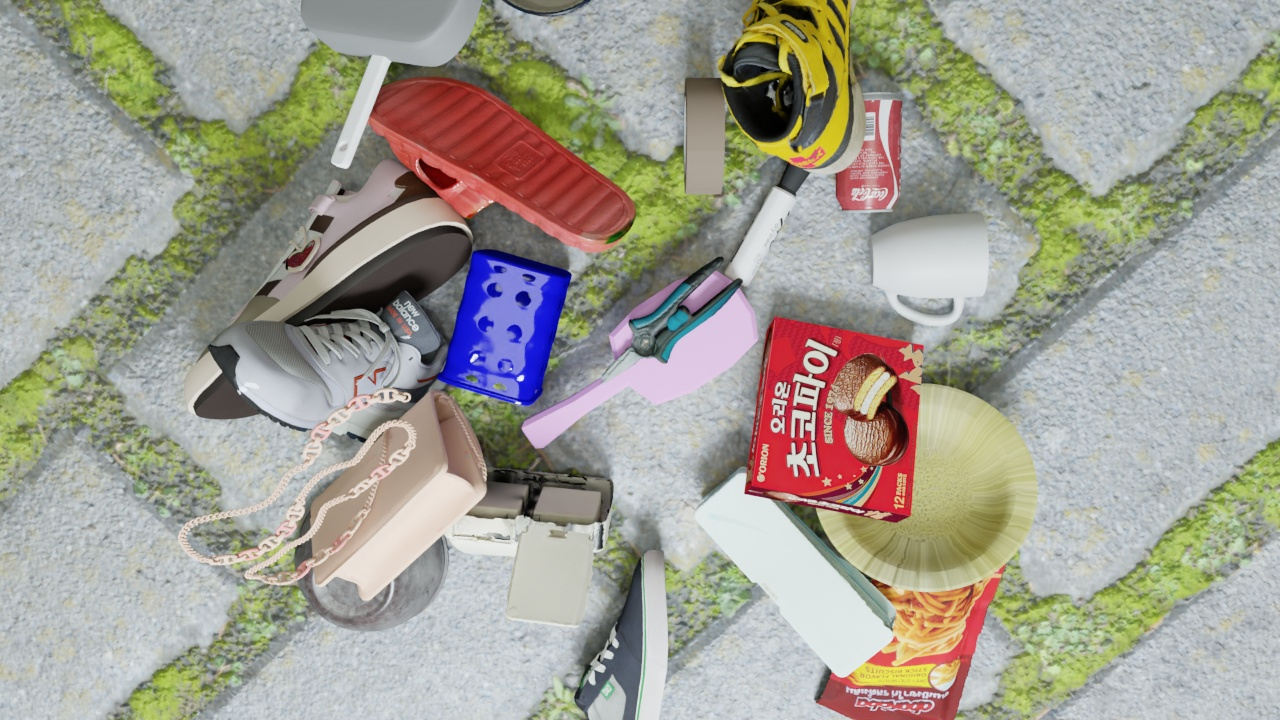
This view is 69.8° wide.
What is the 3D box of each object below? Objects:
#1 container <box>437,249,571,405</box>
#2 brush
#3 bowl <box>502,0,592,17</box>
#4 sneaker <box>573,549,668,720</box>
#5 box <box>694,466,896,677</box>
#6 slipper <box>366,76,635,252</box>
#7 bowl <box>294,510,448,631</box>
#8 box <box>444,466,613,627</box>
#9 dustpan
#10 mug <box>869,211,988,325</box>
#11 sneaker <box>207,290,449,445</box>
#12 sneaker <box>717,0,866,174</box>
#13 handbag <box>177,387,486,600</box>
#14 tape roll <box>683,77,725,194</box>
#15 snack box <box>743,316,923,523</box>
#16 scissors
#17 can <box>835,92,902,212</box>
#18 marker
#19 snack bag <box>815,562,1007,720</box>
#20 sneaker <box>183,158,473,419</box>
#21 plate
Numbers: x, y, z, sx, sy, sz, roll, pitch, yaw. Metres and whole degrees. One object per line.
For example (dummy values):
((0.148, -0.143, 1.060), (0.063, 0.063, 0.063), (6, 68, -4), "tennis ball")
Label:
((-0.115, -0.032, 0.795), (0.085, 0.084, 0.114), (16, 99, 0), "container")
((-0.005, 0.005, 0.819), (0.229, 0.043, 0.089), (-33, 98, 7), "brush")
((-0.075, -0.337, 0.751), (0.115, 0.059, 0.115), (0, 100, 1), "bowl")
((-0.018, 0.285, 0.851), (0.079, 0.084, 0.235), (7, 104, 0), "sneaker")
((0.138, 0.185, 0.818), (0.199, 0.072, 0.086), (46, 135, 5), "box")
((-0.119, -0.157, 0.768), (0.249, 0.103, 0.059), (31, 142, 7), "slipper")
((-0.256, 0.192, 0.846), (0.145, 0.067, 0.145), (0, 100, 1), "bowl")
((-0.101, 0.161, 0.783), (0.143, 0.181, 0.081), (5, 107, 3), "box")
((-0.202, -0.278, 0.731), (0.163, 0.033, 0.257), (16, 83, 24), "dustpan")
((0.246, -0.074, 0.794), (0.089, 0.071, 0.107), (-2, 128, 10), "mug")
((-0.230, -0.008, 0.740), (0.124, 0.240, 0.089), (-41, 74, -1), "sneaker")
((0.117, -0.269, 0.711), (0.086, 0.121, 0.238), (-1, 95, 38), "sneaker")
((-0.227, 0.075, 0.718), (0.199, 0.116, 0.187), (-41, 134, 12), "handbag")
((0.052, -0.185, 0.758), (0.030, 0.093, 0.094), (0, 100, 1), "tape roll")
((0.168, 0.050, 0.791), (0.132, 0.036, 0.151), (11, 71, -1), "snack box")
((0.028, -0.026, 0.780), (0.135, 0.019, 0.130), (5, 100, 3), "scissors")
((0.193, -0.175, 0.777), (0.054, 0.054, 0.096), (-2, 100, 2), "can")
((0.114, -0.125, 0.802), (0.025, 0.025, 0.126), (28, 100, -4), "marker")
((0.258, 0.259, 0.863), (0.139, 0.066, 0.208), (13, 109, -6), "snack bag")
((-0.291, -0.067, 0.795), (0.294, 0.111, 0.116), (-37, 71, 10), "sneaker")
((0.248, 0.113, 0.808), (0.184, 0.036, 0.184), (-7, 65, 15), "plate")
